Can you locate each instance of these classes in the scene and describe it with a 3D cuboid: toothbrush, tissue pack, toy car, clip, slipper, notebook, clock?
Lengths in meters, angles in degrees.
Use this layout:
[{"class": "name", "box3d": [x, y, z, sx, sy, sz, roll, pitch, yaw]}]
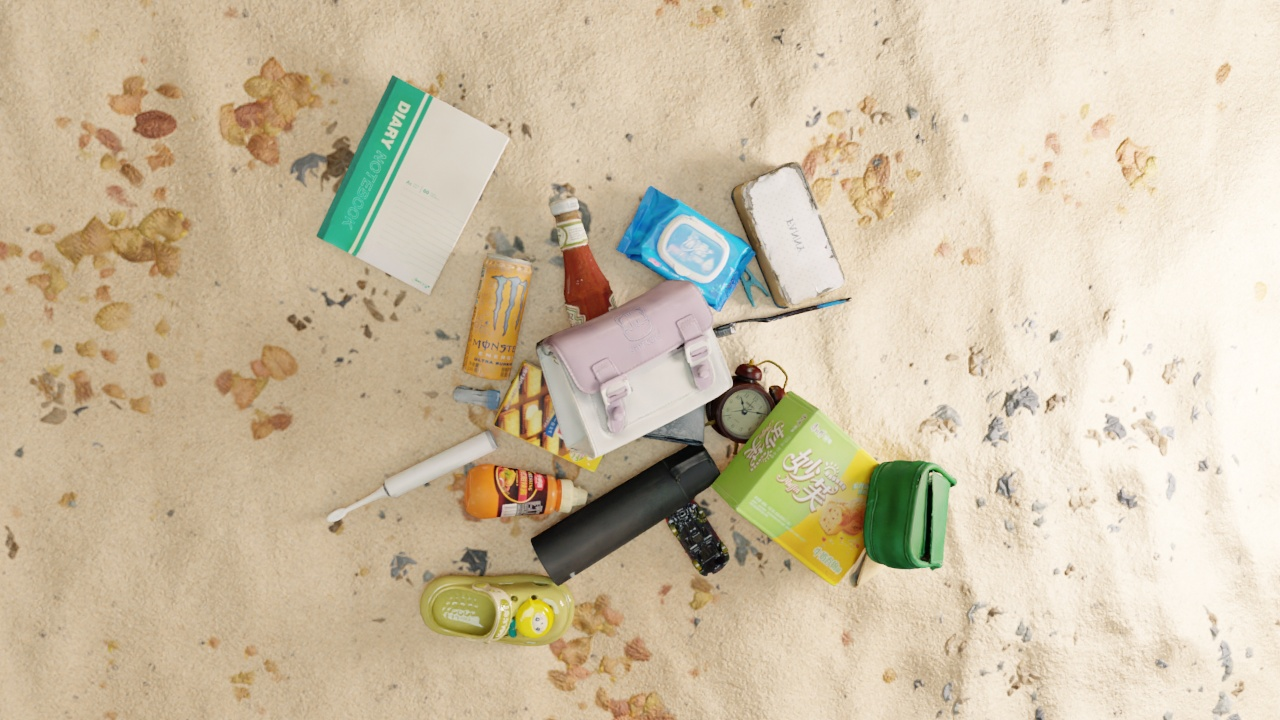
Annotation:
[{"class": "toothbrush", "box3d": [0.180, -0.055, 1.164, 0.189, 0.014, 0.016, -13, 99, -7]}, {"class": "tissue pack", "box3d": [0.056, -0.136, 1.116, 0.157, 0.052, 0.095, 31, 91, -10]}, {"class": "toy car", "box3d": [0.073, 0.227, 1.171, 0.049, 0.031, 0.106, -34, 107, -3]}, {"class": "clip", "box3d": [0.138, -0.096, 1.153, 0.039, 0.013, 0.056, -35, 99, -4]}, {"class": "slipper", "box3d": [-0.176, 0.313, 1.122, 0.190, 0.081, 0.092, 6, 98, -6]}, {"class": "toothbrush", "box3d": [-0.278, 0.144, 1.113, 0.221, 0.026, 0.026, -26, 88, -5]}, {"class": "notebook", "box3d": [-0.267, -0.203, 1.071, 0.150, 0.012, 0.209, 27, 98, -7]}, {"class": "clip", "box3d": [-0.200, 0.044, 1.117, 0.058, 0.045, 0.027, 11, 97, 0]}, {"class": "clock", "box3d": [0.134, 0.053, 1.147, 0.082, 0.055, 0.122, 41, 92, -10]}]

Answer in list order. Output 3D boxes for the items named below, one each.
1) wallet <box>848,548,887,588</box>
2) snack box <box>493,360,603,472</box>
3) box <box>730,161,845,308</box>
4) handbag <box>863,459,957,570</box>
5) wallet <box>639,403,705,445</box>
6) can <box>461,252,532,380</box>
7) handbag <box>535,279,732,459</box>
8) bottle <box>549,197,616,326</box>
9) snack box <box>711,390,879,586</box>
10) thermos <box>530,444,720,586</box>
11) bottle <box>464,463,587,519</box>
[{"class": "wallet", "box3d": [0.317, 0.236, 1.169, 0.115, 0.024, 0.087, -19, 133, -36]}, {"class": "snack box", "box3d": [-0.100, 0.069, 1.128, 0.140, 0.034, 0.087, 26, 93, -12]}, {"class": "box", "box3d": [0.185, -0.147, 1.133, 0.089, 0.059, 0.184, -22, 101, -5]}, {"class": "handbag", "box3d": [0.330, 0.189, 1.110, 0.120, 0.068, 0.131, 21, 76, -41]}, {"class": "wallet", "box3d": [0.021, 0.051, 1.128, 0.121, 0.019, 0.097, 9, 58, -9]}, {"class": "can", "box3d": [-0.170, -0.051, 1.090, 0.058, 0.058, 0.146, 12, 95, -9]}, {"class": "handbag", "box3d": [-0.006, 0.006, 1.051, 0.196, 0.099, 0.145, -26, 102, -25]}, {"class": "bottle", "box3d": [-0.067, -0.092, 1.101, 0.059, 0.060, 0.206, -16, 98, -6]}, {"class": "snack box", "box3d": [0.214, 0.161, 1.137, 0.210, 0.070, 0.157, 40, 90, -29]}, {"class": "thermos", "box3d": [-0.018, 0.181, 1.126, 0.242, 0.090, 0.068, -32, 67, -4]}, {"class": "bottle", "box3d": [-0.138, 0.163, 1.121, 0.149, 0.067, 0.067, 5, 95, -16]}]
